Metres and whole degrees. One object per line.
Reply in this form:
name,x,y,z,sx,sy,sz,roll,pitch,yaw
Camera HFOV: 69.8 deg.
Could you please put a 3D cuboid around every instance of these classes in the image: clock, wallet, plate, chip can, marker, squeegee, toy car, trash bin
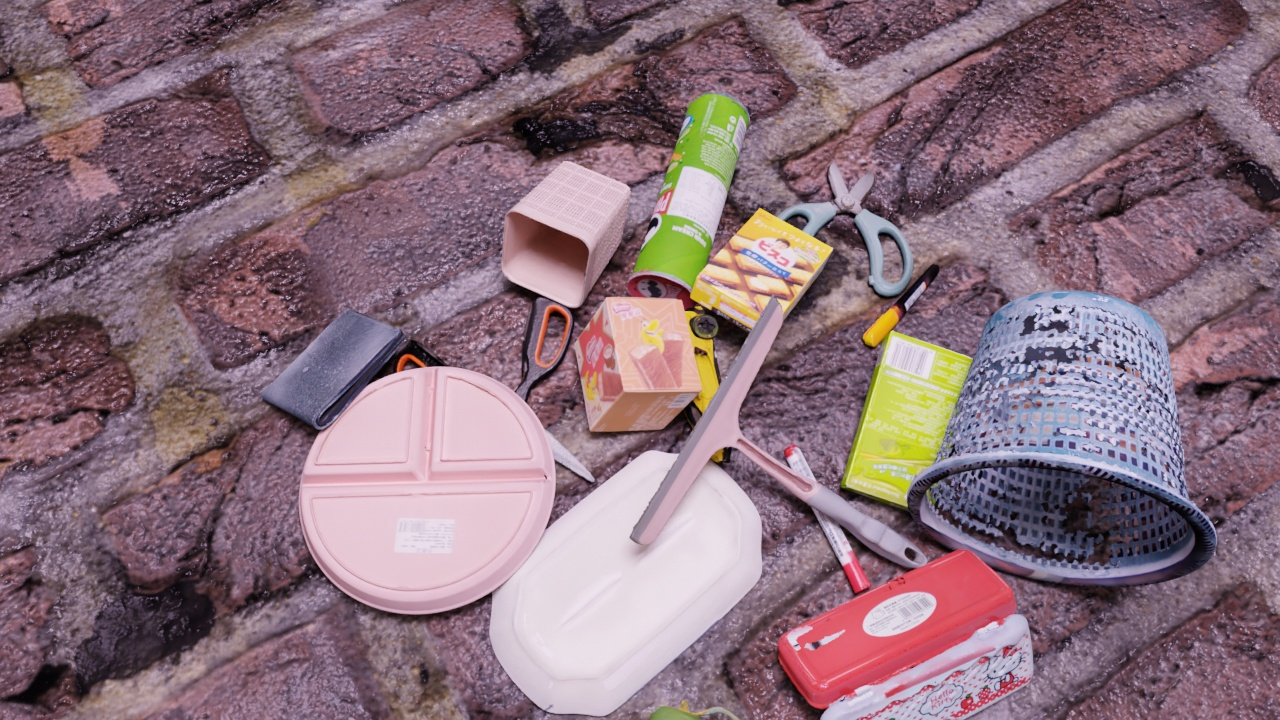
clock,0.026,0.345,0.724,0.161,0.056,0.116,-40,75,-18
wallet,-0.288,0.004,0.859,0.097,0.019,0.120,19,61,37
plate,-0.010,0.186,0.804,0.265,0.034,0.162,-36,72,-17
plate,-0.191,0.106,0.813,0.229,0.028,0.229,0,66,0
chip can,0.053,-0.165,0.943,0.072,0.072,0.235,16,66,4
marker,0.268,-0.058,0.937,0.123,0.018,0.015,-44,41,-20
marker,0.170,0.143,0.842,0.017,0.017,0.145,-21,68,-12
squeegee,0.149,0.114,0.814,0.249,0.040,0.247,34,76,-8
toy car,0.058,0.022,0.861,0.041,0.071,0.155,-8,67,-8
trash bin,0.359,0.058,0.782,0.226,0.227,0.194,18,61,5

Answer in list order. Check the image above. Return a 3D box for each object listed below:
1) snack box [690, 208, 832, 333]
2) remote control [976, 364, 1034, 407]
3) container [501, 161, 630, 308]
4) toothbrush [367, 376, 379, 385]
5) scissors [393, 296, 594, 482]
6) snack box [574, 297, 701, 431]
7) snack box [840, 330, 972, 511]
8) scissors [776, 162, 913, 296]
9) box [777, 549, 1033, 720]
snack box,0.119,-0.086,0.893,0.087,0.034,0.140,32,48,13
remote control,0.307,0.033,0.894,0.150,0.021,0.058,1,74,-2
container,-0.070,-0.129,0.902,0.090,0.090,0.110,24,48,9
toothbrush,-0.259,0.103,0.841,0.012,0.017,0.185,6,68,-3
scissors,-0.129,0.035,0.876,0.234,0.022,0.220,28,72,9
snack box,-0.005,0.005,0.843,0.077,0.093,0.094,0,64,-24
snack box,0.250,0.059,0.859,0.086,0.026,0.156,18,79,2
scissors,0.224,-0.128,0.966,0.181,0.019,0.170,39,69,14
box,0.227,0.258,0.783,0.201,0.100,0.102,-22,31,-11
